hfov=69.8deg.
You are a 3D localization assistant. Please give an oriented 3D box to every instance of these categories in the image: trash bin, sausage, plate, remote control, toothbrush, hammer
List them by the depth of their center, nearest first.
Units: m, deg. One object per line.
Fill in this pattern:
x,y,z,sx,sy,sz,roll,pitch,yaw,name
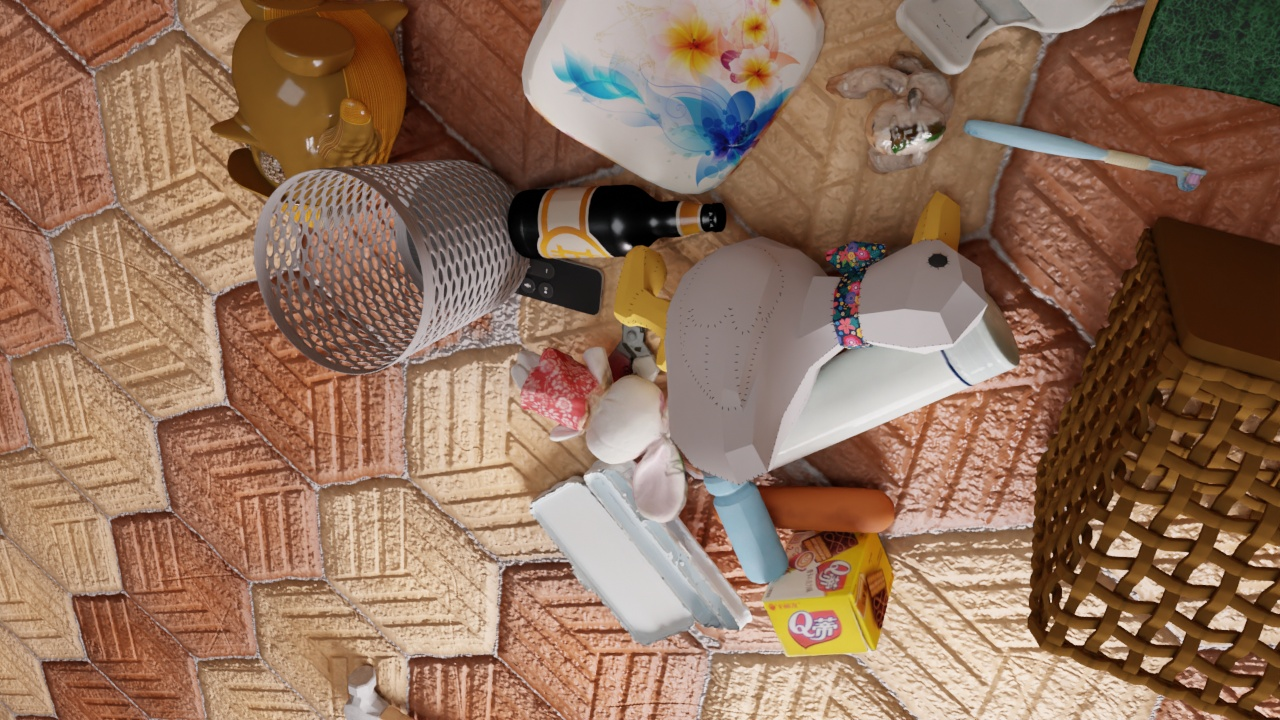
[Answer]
0.298,-0.141,0.623,0.155,0.016,0.022,18,159,15,toothbrush
0.021,-0.217,0.670,0.187,0.016,0.187,27,126,-17,plate
-0.195,-0.089,0.768,0.157,0.182,0.156,7,109,21,trash bin
0.142,0.132,0.818,0.164,0.044,0.039,-2,78,26,sausage
-0.102,-0.080,0.845,0.147,0.008,0.045,16,121,17,remote control
-0.239,0.505,1.192,0.328,0.039,0.131,15,122,17,hammer

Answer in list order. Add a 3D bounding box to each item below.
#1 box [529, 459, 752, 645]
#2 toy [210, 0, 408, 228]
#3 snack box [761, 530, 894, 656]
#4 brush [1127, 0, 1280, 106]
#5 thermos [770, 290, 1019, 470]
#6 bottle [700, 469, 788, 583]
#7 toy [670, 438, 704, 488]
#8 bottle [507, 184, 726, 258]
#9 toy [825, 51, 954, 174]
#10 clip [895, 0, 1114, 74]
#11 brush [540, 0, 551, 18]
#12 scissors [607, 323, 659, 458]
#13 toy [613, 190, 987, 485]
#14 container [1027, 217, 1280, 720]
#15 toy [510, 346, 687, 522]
-0.002,0.195,0.921,0.210,0.061,0.193,51,143,-5,box
-0.283,-0.206,0.786,0.198,0.162,0.204,54,143,30,toy
0.166,0.200,0.804,0.084,0.105,0.061,-14,108,30,snack box
0.427,-0.204,0.494,0.250,0.075,0.195,28,123,10,brush
0.179,0.021,0.731,0.231,0.067,0.068,-29,100,34,thermos
0.087,0.129,0.791,0.040,0.040,0.130,-16,106,31,bottle
0.059,0.091,0.839,0.102,0.041,0.055,17,99,26,toy
-0.018,-0.115,0.757,0.182,0.059,0.059,2,115,24,bottle
0.177,-0.158,0.622,0.074,0.105,0.085,-18,115,10,toy
0.231,-0.250,0.577,0.124,0.074,0.144,48,114,0,clip
-0.027,-0.341,0.647,0.083,0.056,0.272,13,121,14,brush
-0.012,0.007,0.844,0.147,0.015,0.188,-23,102,33,scissors
0.109,-0.020,0.678,0.268,0.246,0.141,8,153,37,toy
0.405,0.073,0.558,0.252,0.218,0.214,19,121,16,container
-0.028,0.045,0.811,0.194,0.084,0.159,21,98,9,toy
